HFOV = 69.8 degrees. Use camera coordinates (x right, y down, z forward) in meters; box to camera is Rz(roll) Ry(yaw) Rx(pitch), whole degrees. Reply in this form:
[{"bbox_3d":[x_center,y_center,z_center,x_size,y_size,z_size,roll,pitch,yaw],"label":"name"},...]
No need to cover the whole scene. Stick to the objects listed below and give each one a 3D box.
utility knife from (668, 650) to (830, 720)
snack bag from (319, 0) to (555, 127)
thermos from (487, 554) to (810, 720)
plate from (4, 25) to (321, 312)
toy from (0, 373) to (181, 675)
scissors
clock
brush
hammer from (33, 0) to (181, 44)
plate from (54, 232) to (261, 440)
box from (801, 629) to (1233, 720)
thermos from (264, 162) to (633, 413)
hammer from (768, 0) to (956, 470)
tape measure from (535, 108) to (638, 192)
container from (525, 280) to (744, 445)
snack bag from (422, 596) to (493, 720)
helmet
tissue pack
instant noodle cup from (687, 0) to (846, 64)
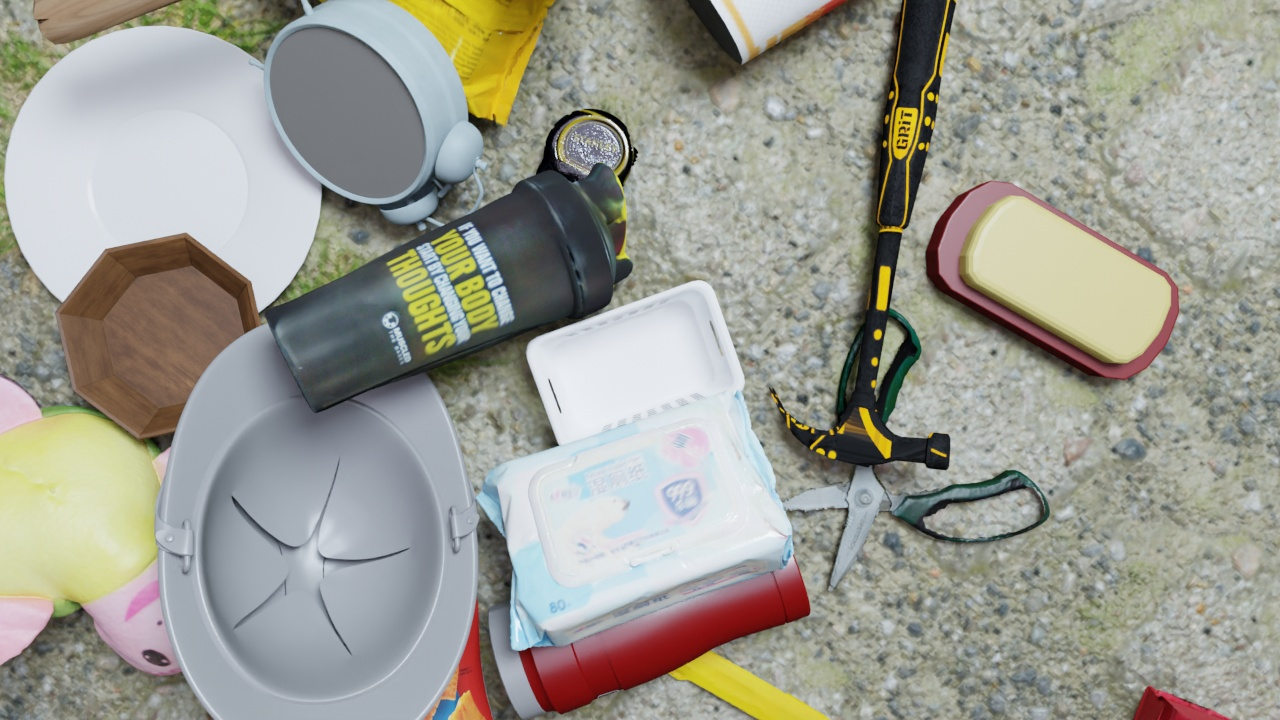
[{"bbox_3d":[0.102,0.252,0.648,0.225,0.019,0.030,30,97,2],"label":"utility knife"},{"bbox_3d":[-0.152,-0.274,0.559,0.247,0.068,0.160,34,118,-3],"label":"snack bag"},{"bbox_3d":[0.001,0.155,0.608,0.198,0.084,0.108,-20,94,-2],"label":"thermos"},{"bbox_3d":[-0.318,-0.117,0.618,0.208,0.015,0.208,0,93,-1],"label":"plate"},{"bbox_3d":[-0.360,0.107,0.590,0.238,0.088,0.189,44,53,-14],"label":"toy"},{"bbox_3d":[0.198,0.077,0.643,0.204,0.015,0.201,18,92,-4],"label":"scissors"},{"bbox_3d":[-0.163,-0.150,0.574,0.159,0.045,0.123,48,132,-14],"label":"clock"},{"bbox_3d":[0.283,-0.054,0.623,0.173,0.042,0.082,29,92,-3],"label":"brush"},{"bbox_3d":[-0.178,-0.232,0.495,0.328,0.052,0.098,-13,100,7],"label":"hammer"},{"bbox_3d":[-0.307,-0.016,0.599,0.131,0.025,0.131,0,91,-3],"label":"plate"},{"bbox_3d":[0.260,0.308,0.553,0.477,0.171,0.214,21,92,-40],"label":"box"},{"bbox_3d":[-0.110,-0.043,0.566,0.220,0.098,0.098,-27,94,-17],"label":"thermos"},{"bbox_3d":[0.165,-0.089,0.615,0.123,0.036,0.320,9,90,22],"label":"hammer"},{"bbox_3d":[-0.034,-0.136,0.615,0.061,0.034,0.061,19,95,-3],"label":"tape measure"},{"bbox_3d":[-0.004,0.004,0.616,0.129,0.049,0.081,-20,93,0],"label":"container"},{"bbox_3d":[-0.166,0.226,0.630,0.131,0.039,0.144,-10,87,0],"label":"snack bag"},{"bbox_3d":[-0.209,0.116,0.588,0.183,0.118,0.270,2,66,-29],"label":"helmet"},{"bbox_3d":[-0.005,0.096,0.559,0.182,0.070,0.112,-18,62,-3],"label":"tissue pack"},{"bbox_3d":[0.086,-0.262,0.574,0.121,0.123,0.123,-36,93,8],"label":"instant noodle cup"}]
